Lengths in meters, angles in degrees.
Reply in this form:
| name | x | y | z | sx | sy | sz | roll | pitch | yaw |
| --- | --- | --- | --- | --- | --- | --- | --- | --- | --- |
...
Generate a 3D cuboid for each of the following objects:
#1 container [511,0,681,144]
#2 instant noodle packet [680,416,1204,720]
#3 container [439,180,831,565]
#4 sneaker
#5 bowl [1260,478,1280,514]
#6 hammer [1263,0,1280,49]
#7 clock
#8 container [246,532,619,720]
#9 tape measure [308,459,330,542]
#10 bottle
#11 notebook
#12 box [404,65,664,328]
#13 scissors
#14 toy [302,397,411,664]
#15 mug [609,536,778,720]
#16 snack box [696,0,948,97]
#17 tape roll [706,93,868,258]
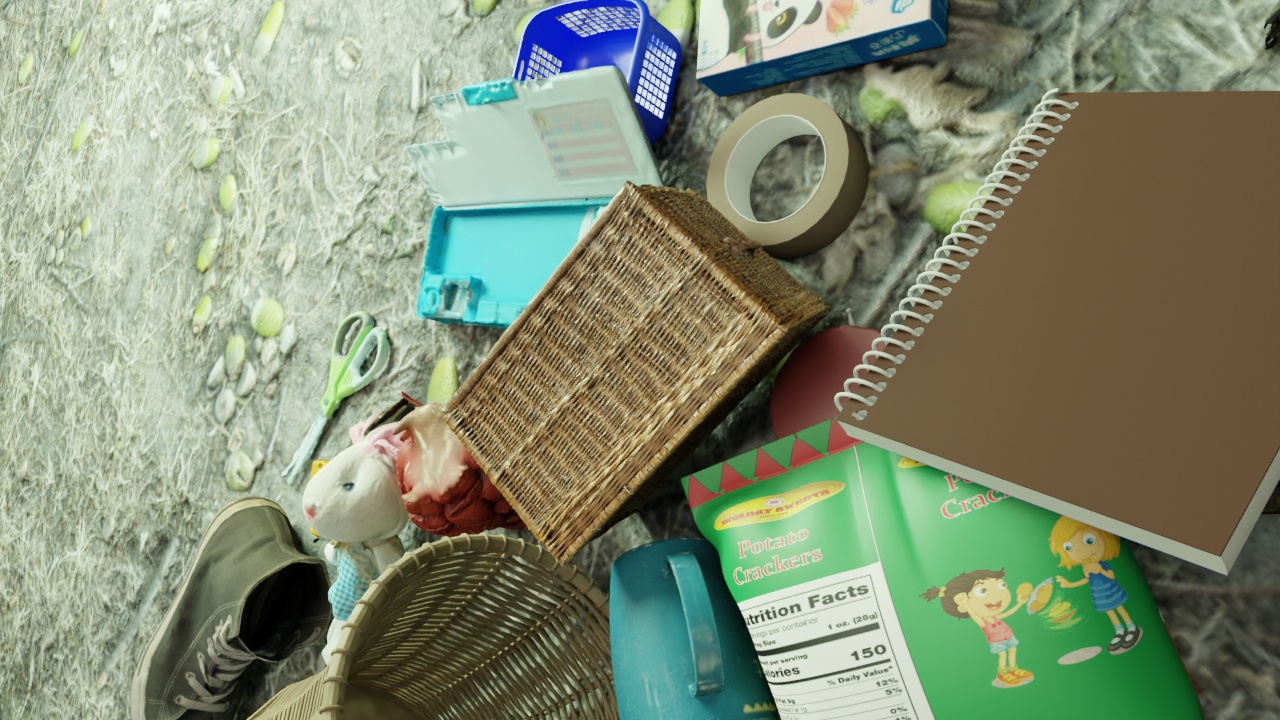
| name | x | y | z | sx | sy | sz | roll | pitch | yaw |
| --- | --- | --- | --- | --- | --- | --- | --- | --- | --- |
| container | -0.030 | -0.195 | 0.639 | 0.114 | 0.058 | 0.096 | 10 | 87 | 37 |
| instant noodle packet | 0.144 | 0.140 | 0.417 | 0.196 | 0.090 | 0.252 | -25 | 77 | 25 |
| container | -0.003 | 0.003 | 0.520 | 0.112 | 0.113 | 0.199 | 46 | 112 | 10 |
| sneaker | -0.330 | 0.241 | 0.744 | 0.120 | 0.095 | 0.234 | 22 | 85 | 47 |
| bowl | 0.261 | 0.008 | 0.382 | 0.121 | 0.056 | 0.121 | -26 | 54 | 43 |
| hammer | 0.338 | -0.042 | 0.356 | 0.132 | 0.033 | 0.330 | -8 | 76 | 33 |
| clock | 0.122 | 0.033 | 0.489 | 0.087 | 0.044 | 0.124 | -48 | 57 | 19 |
| container | -0.120 | 0.244 | 0.522 | 0.197 | 0.226 | 0.226 | -38 | 60 | 32 |
| tape measure | -0.248 | 0.117 | 0.752 | 0.059 | 0.030 | 0.068 | -1 | 80 | 38 |
| bottle | -0.117 | 0.071 | 0.610 | 0.099 | 0.111 | 0.099 | -7 | 75 | 28 |
| notebook | 0.198 | -0.034 | 0.384 | 0.209 | 0.022 | 0.172 | -53 | 37 | -13 |
| box | -0.075 | -0.105 | 0.646 | 0.227 | 0.073 | 0.181 | 5 | 108 | 37 |
| scissors | -0.272 | 0.036 | 0.799 | 0.072 | 0.033 | 0.176 | 42 | 102 | 31 |
| toy | -0.210 | 0.124 | 0.678 | 0.131 | 0.105 | 0.205 | 15 | 88 | 40 |
| mug | 0.025 | 0.150 | 0.501 | 0.084 | 0.112 | 0.104 | -7 | 61 | -9 |
| snack box | 0.108 | -0.221 | 0.560 | 0.154 | 0.033 | 0.088 | -3 | 80 | 36 |
| tape roll | 0.087 | -0.110 | 0.553 | 0.094 | 0.030 | 0.093 | -9 | 75 | 35 |
